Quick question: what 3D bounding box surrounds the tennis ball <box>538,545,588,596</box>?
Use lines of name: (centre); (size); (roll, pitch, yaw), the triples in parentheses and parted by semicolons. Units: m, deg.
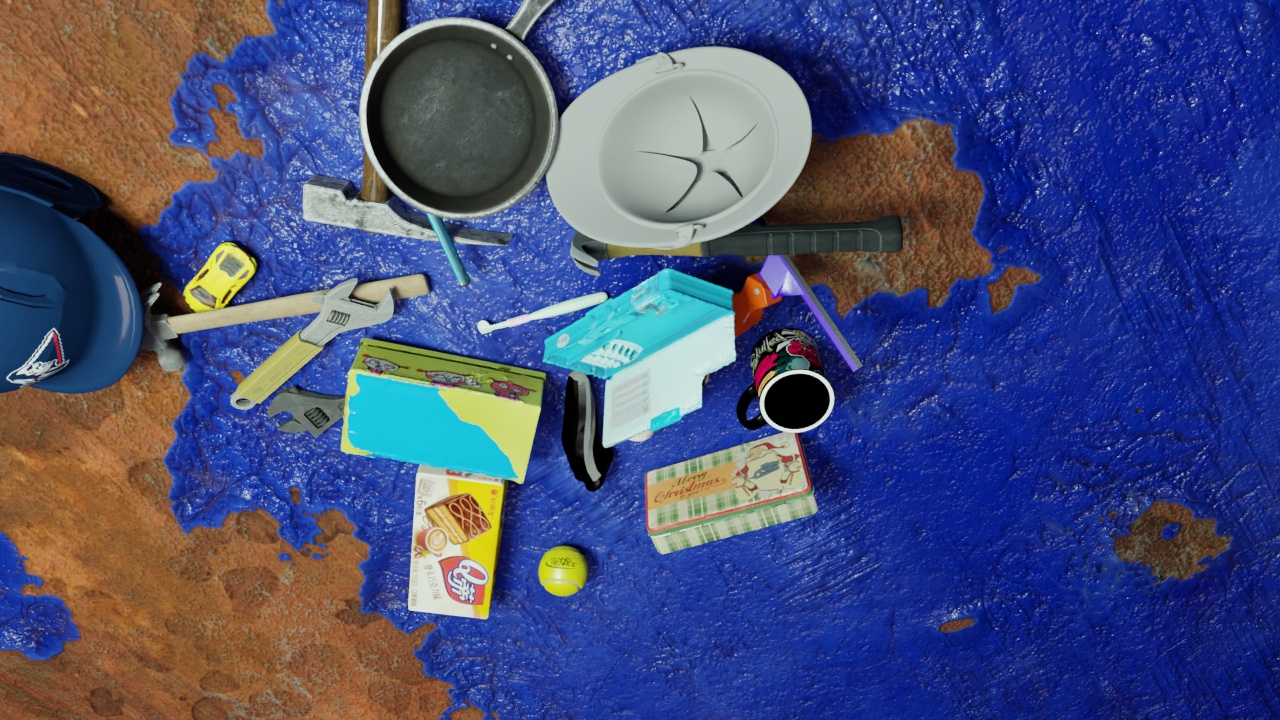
tennis ball: (-0.102, 0.279, 1.215); (0.065, 0.065, 0.065); (0, 120, 0)

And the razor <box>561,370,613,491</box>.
razor: (-0.070, 0.082, 1.113); (0.060, 0.057, 0.156); (-26, 122, -22)

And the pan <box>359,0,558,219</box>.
pan: (-0.127, -0.300, 0.875); (0.187, 0.055, 0.357); (31, 97, -23)

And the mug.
mug: (0.158, 0.032, 1.054); (0.118, 0.098, 0.082); (-40, 112, 20)

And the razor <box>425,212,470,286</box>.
razor: (-0.210, -0.141, 0.959); (0.042, 0.022, 0.144); (-34, 124, -23)

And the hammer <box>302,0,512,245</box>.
hammer: (-0.223, -0.263, 0.924); (0.217, 0.037, 0.301); (9, 119, -5)

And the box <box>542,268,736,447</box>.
box: (-0.005, 0.006, 0.967); (0.097, 0.121, 0.227); (14, 154, -35)

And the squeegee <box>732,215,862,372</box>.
squeegee: (0.105, -0.051, 1.008); (0.249, 0.055, 0.185); (58, 140, 11)

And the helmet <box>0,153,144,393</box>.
helmet: (-0.651, -0.065, 0.935); (0.272, 0.222, 0.233); (37, 113, -25)

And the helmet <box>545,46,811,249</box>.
helmet: (0.049, -0.202, 0.917); (0.272, 0.117, 0.183); (-7, 91, 25)

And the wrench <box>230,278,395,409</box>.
wrench: (-0.387, -0.013, 1.057); (0.274, 0.018, 0.083); (-35, 137, 27)

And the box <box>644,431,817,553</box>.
box: (0.107, 0.160, 1.118); (0.206, 0.117, 0.049); (-17, 120, 11)

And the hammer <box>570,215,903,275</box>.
hammer: (0.090, -0.119, 0.921); (0.333, 0.117, 0.025); (0, 120, 13)

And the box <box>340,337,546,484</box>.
box: (-0.231, 0.059, 1.073); (0.221, 0.080, 0.125); (11, 119, -7)

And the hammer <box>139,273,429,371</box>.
hammer: (-0.403, -0.056, 1.028); (0.331, 0.030, 0.119); (-8, 143, -1)

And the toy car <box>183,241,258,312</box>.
toy car: (-0.472, -0.089, 1.028); (0.049, 0.030, 0.107); (39, 114, -21)

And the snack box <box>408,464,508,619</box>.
snack box: (-0.235, 0.226, 1.188); (0.110, 0.061, 0.231); (8, 119, -5)

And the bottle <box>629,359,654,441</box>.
bottle: (0.007, 0.025, 1.078); (0.051, 0.051, 0.146); (10, 119, -6)

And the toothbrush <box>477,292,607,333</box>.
toothbrush: (-0.112, -0.055, 1.053); (0.155, 0.015, 0.022); (-14, 149, 7)

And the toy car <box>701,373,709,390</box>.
toy car: (0.054, 0.017, 1.050); (0.047, 0.047, 0.112); (23, 160, 4)

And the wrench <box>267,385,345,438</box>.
wrench: (-0.319, 0.047, 1.112); (0.273, 0.018, 0.073); (-10, 119, 4)
